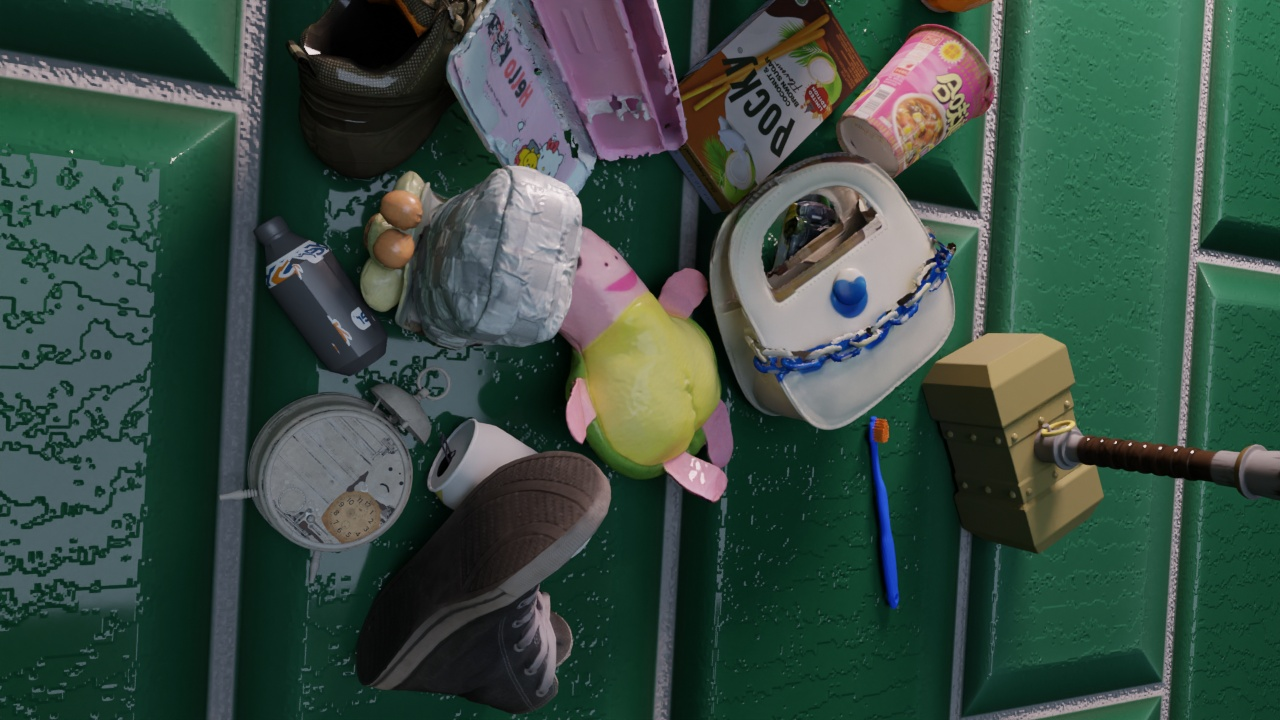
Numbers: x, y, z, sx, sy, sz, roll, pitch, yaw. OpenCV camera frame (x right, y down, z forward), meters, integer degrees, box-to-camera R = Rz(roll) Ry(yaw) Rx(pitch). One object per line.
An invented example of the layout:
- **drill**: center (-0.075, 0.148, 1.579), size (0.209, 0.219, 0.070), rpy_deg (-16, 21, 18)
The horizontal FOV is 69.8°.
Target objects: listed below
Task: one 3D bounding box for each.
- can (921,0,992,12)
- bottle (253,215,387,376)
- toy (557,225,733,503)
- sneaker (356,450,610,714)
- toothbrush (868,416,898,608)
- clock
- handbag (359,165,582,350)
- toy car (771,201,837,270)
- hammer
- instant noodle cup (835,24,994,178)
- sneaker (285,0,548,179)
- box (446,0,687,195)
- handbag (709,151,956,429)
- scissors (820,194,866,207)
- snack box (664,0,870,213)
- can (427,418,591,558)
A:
- **can**: center (0.311, -0.358, 0.796), size (0.079, 0.143, 0.079), rpy_deg (-1, 92, -27)
- **bottle**: center (-0.210, -0.042, 0.598), size (0.047, 0.047, 0.112), rpy_deg (-38, 108, -21)
- **toy**: center (-0.004, 0.004, 0.681), size (0.238, 0.088, 0.189), rpy_deg (52, 53, -18)
- **sneaker**: center (-0.076, 0.153, 0.604), size (0.119, 0.095, 0.235), rpy_deg (28, 116, -31)
- **toothbrush**: center (0.227, 0.141, 0.844), size (0.016, 0.018, 0.182), rpy_deg (-15, 99, -51)
- **clock**: center (-0.186, 0.061, 0.607), size (0.156, 0.061, 0.103), rpy_deg (-45, 110, -16)
- **handbag**: center (-0.111, -0.067, 0.577), size (0.123, 0.172, 0.112), rpy_deg (16, 85, -27)
- **toy car**: center (0.133, -0.083, 0.779), size (0.048, 0.033, 0.105), rpy_deg (5, 103, -34)
- **hammer**: center (0.407, 0.080, 0.760), size (0.100, 0.325, 0.190), rpy_deg (-25, 103, -24)
- **instant noodle cup**: center (0.231, -0.217, 0.796), size (0.108, 0.098, 0.098), rpy_deg (-43, 110, -10)
- **sneaker**: center (-0.127, -0.232, 0.570), size (0.101, 0.143, 0.237), rpy_deg (43, 74, 14)
- **box**: center (-0.046, -0.183, 0.611), size (0.150, 0.201, 0.073), rpy_deg (-30, 66, 0)
- **handbag**: center (0.153, -0.060, 0.728), size (0.200, 0.093, 0.199), rpy_deg (-38, 114, -17)
- **scissors**: center (0.168, -0.086, 0.809), size (0.078, 0.033, 0.175), rpy_deg (22, 78, -29)
- **snack box**: center (0.099, -0.220, 0.756), size (0.185, 0.032, 0.101), rpy_deg (-46, 110, -18)
- **can**: center (-0.093, 0.091, 0.653), size (0.127, 0.064, 0.064), rpy_deg (36, 76, -24)
